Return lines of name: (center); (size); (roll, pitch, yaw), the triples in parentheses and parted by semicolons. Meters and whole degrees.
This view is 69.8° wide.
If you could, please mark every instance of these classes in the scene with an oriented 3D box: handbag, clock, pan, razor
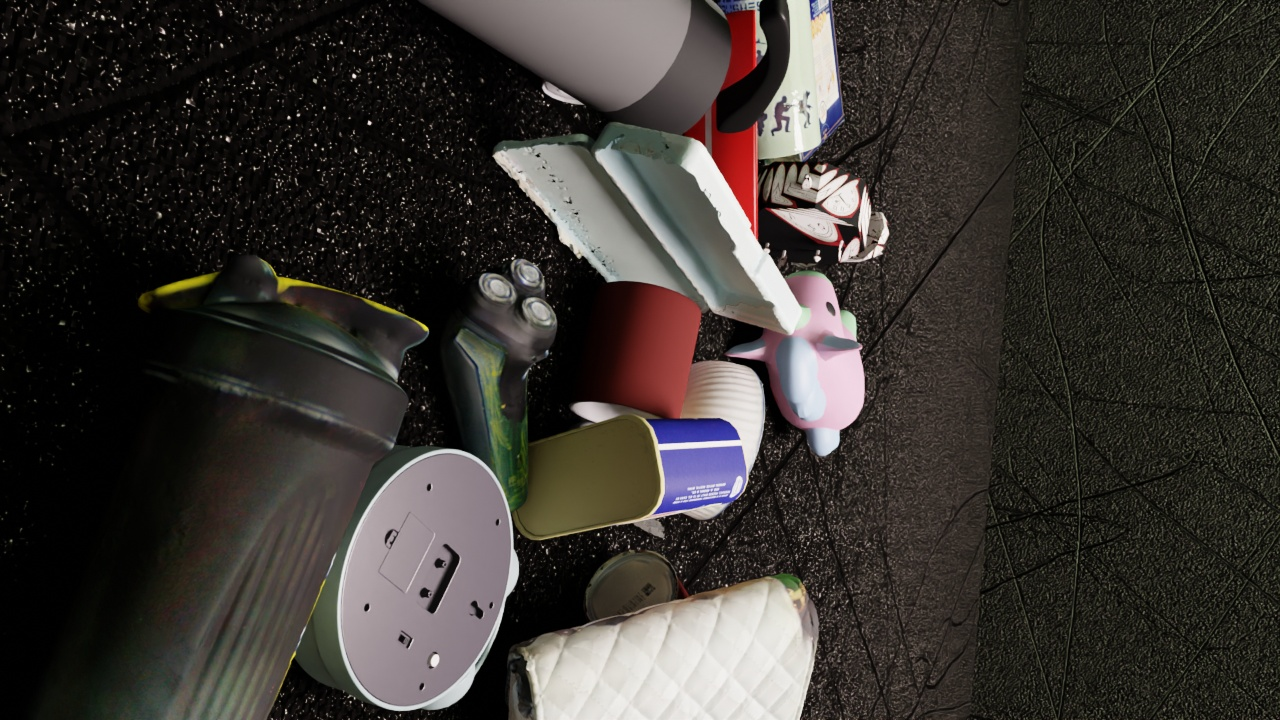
handbag: (0.010, 0.208, 0.573); (0.194, 0.072, 0.139); (-7, 121, -26)
clock: (-0.111, 0.110, 0.456); (0.159, 0.045, 0.122); (61, 42, -46)
pan: (0.061, -0.152, 0.607); (0.356, 0.067, 0.209); (28, 62, -81)
clock: (0.162, -0.117, 0.843); (0.154, 0.115, 0.065); (28, 68, -40)
razor: (-0.073, 0.021, 0.495); (0.053, 0.067, 0.151); (-32, 129, -50)

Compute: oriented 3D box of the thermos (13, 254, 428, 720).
thermos: (-0.157, 0.073, 0.327); (0.098, 0.098, 0.220); (37, 67, -57)

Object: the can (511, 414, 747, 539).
can: (-0.006, 0.069, 0.548); (0.092, 0.116, 0.056); (3, 72, -51)

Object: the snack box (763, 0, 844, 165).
snack box: (0.152, -0.280, 0.888); (0.144, 0.043, 0.145); (-48, 133, -49)

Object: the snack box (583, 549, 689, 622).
snack box: (0.013, 0.198, 0.664); (0.072, 0.072, 0.121); (-64, 143, -34)

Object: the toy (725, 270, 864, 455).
toy: (0.168, 0.015, 0.895); (0.170, 0.120, 0.222); (-60, 142, -55)

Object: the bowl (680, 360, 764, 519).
bowl: (0.032, 0.051, 0.666); (0.062, 0.118, 0.118); (20, 72, -20)

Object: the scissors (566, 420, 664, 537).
scissors: (-0.023, 0.109, 0.650); (0.120, 0.013, 0.171); (-53, 139, -40)

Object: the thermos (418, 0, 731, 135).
thermos: (-0.058, -0.186, 0.421); (0.240, 0.082, 0.082); (19, 76, -47)

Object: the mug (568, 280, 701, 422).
mug: (-0.004, 0.004, 0.623); (0.106, 0.073, 0.082); (97, 5, -74)

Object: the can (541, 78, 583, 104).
can: (-0.033, -0.207, 0.549); (0.054, 0.054, 0.096); (12, 83, -61)

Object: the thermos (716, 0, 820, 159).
thermos: (0.106, -0.291, 0.761); (0.082, 0.082, 0.232); (-43, 130, -51)

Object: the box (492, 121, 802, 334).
box: (0.013, -0.076, 0.562); (0.197, 0.135, 0.040); (46, 64, -54)
